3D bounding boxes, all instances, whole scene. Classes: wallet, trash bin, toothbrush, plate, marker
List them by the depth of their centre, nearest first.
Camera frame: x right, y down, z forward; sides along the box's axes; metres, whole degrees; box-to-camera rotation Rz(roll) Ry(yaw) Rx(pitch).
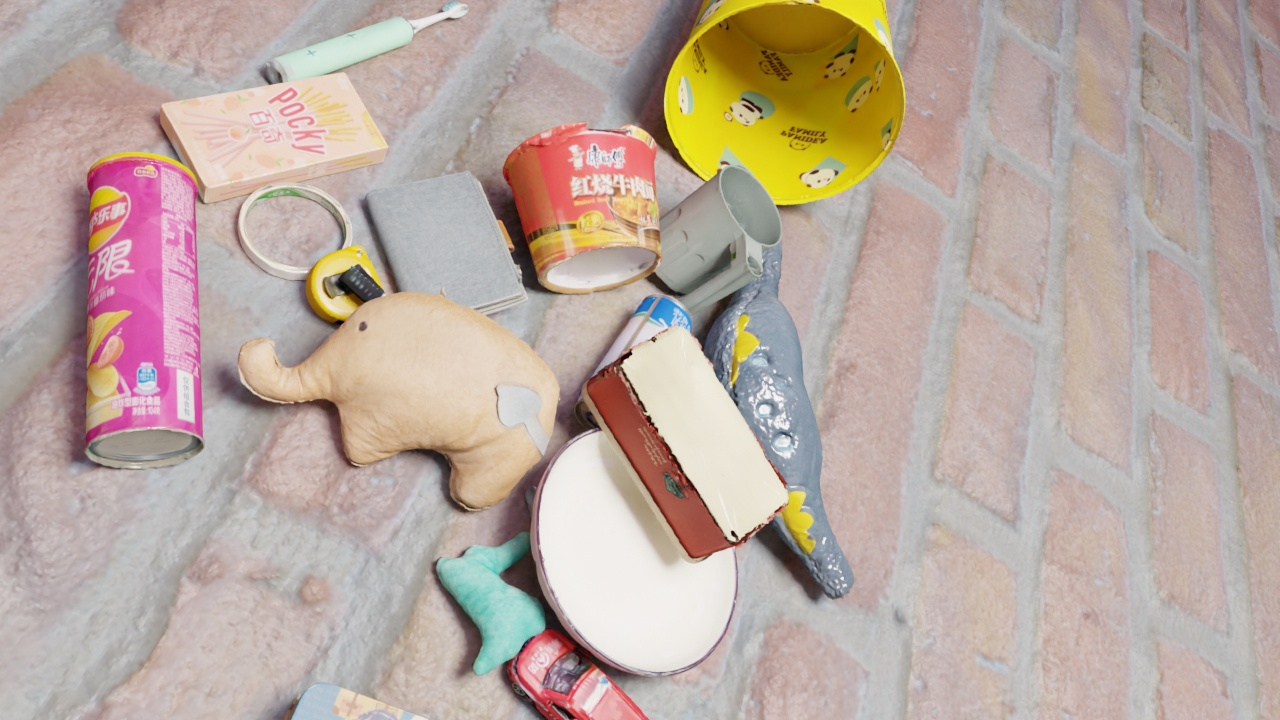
[{"bbox_3d":[-0.008,0.146,0.704,0.192,0.039,0.192,22,52,-31],"label":"plate"},{"bbox_3d":[-0.179,-0.025,0.715,0.130,0.018,0.022,45,52,-22],"label":"marker"},{"bbox_3d":[-0.161,-0.093,0.774,0.106,0.037,0.129,-17,71,-22],"label":"wallet"},{"bbox_3d":[-0.243,-0.297,0.847,0.027,0.027,0.223,35,50,21],"label":"toothbrush"},{"bbox_3d":[0.156,-0.333,0.964,0.229,0.230,0.254,24,49,-14],"label":"trash bin"}]

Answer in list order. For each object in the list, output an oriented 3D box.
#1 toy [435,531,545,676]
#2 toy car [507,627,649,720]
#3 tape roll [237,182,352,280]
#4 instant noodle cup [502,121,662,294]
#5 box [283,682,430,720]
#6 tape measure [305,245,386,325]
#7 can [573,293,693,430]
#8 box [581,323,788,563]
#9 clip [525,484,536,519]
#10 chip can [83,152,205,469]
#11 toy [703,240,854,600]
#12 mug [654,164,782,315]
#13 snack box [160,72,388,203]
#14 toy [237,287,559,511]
[{"bbox_3d":[-0.104,0.165,0.657,0.096,0.030,0.092,-32,64,-34],"label":"toy"},{"bbox_3d":[-0.039,0.241,0.650,0.120,0.045,0.052,42,52,2],"label":"toy car"},{"bbox_3d":[-0.275,-0.104,0.733,0.085,0.014,0.085,12,59,-21],"label":"tape roll"},{"bbox_3d":[-0.044,-0.126,0.799,0.137,0.138,0.108,-3,75,-29],"label":"instant noodle cup"},{"bbox_3d":[-0.143,0.272,0.570,0.184,0.060,0.089,23,56,-13],"label":"box"},{"bbox_3d":[-0.229,-0.057,0.714,0.057,0.029,0.060,-27,97,-35],"label":"tape measure"},{"bbox_3d":[-0.005,0.005,0.789,0.053,0.053,0.134,36,53,-5],"label":"can"},{"bbox_3d":[0.041,0.060,0.707,0.091,0.077,0.168,-30,87,-40],"label":"box"},{"bbox_3d":[-0.075,0.123,0.707,0.029,0.025,0.056,11,55,-26],"label":"clip"},{"bbox_3d":[-0.340,-0.036,0.627,0.071,0.072,0.210,0,65,-28],"label":"chip can"},{"bbox_3d":[0.113,0.027,0.809,0.137,0.092,0.355,19,55,-41],"label":"toy"},{"bbox_3d":[0.064,-0.102,0.839,0.083,0.104,0.123,30,47,-32],"label":"mug"},{"bbox_3d":[-0.299,-0.187,0.758,0.156,0.026,0.084,-25,77,-35],"label":"snack box"},{"bbox_3d":[-0.169,0.015,0.674,0.226,0.083,0.143,24,77,-14],"label":"toy"}]
